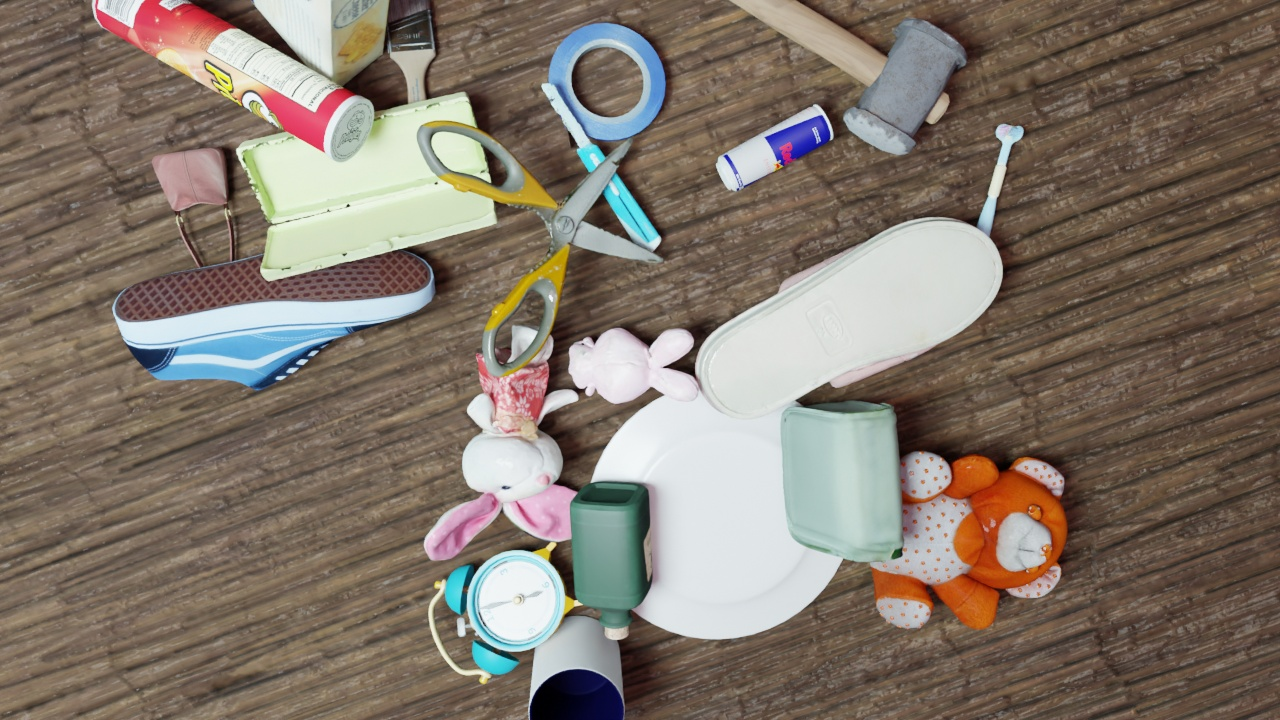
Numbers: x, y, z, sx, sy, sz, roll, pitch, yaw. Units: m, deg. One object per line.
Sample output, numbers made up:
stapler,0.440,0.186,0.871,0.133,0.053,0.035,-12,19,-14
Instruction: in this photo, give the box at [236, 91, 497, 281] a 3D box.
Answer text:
box,-0.212,-0.136,0.729,0.188,0.066,0.127,-15,79,-1

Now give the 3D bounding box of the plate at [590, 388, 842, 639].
plate,0.074,0.139,0.819,0.242,0.016,0.242,-1,100,-3

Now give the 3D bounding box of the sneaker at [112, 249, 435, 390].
sneaker,-0.286,-0.031,0.750,0.241,0.083,0.098,-10,136,-9

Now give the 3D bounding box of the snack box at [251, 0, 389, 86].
snack box,-0.226,-0.269,0.629,0.057,0.208,0.104,-42,101,-14

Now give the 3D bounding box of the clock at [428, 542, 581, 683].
clock,-0.119,0.215,0.799,0.129,0.044,0.099,-28,78,-6

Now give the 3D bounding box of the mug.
mug,-0.053,0.295,0.799,0.078,0.097,0.112,-7,101,-2

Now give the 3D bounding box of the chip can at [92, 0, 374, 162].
chip can,-0.305,-0.222,0.688,0.215,0.051,0.052,30,97,6

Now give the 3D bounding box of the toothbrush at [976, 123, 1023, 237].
toothbrush,0.296,-0.124,0.784,0.022,0.016,0.155,17,100,26

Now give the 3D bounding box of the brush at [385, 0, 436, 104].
brush,-0.183,-0.250,0.735,0.039,0.012,0.151,-5,102,-3

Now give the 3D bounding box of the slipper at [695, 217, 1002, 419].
slipper,0.172,-0.036,0.773,0.274,0.054,0.114,-24,101,-2

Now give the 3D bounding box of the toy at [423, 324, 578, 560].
toy,-0.103,0.066,0.760,0.158,0.084,0.194,4,97,-43

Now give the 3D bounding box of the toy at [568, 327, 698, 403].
toy,-0.005,0.004,0.767,0.110,0.047,0.063,1,91,21

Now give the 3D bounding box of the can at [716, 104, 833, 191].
can,0.110,-0.174,0.755,0.095,0.032,0.032,-28,101,2

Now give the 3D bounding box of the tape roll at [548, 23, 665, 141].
tape roll,-0.027,-0.225,0.746,0.093,0.016,0.091,-15,101,-1

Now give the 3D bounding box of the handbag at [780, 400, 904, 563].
handbag,0.172,0.097,0.762,0.067,0.106,0.122,-5,93,-21

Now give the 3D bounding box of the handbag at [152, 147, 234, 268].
handbag,-0.353,-0.110,0.747,0.055,0.029,0.120,-9,106,-4

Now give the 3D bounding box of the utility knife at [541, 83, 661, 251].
utility knife,-0.034,-0.154,0.747,0.022,0.015,0.162,-36,109,1

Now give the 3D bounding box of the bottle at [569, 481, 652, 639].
bottle,-0.023,0.175,0.785,0.061,0.061,0.131,1,104,16

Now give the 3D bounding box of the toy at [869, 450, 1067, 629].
toy,0.288,0.152,0.796,0.172,0.093,0.164,-1,99,-5

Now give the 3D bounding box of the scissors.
scissors,-0.082,-0.103,0.706,0.229,0.016,0.225,39,74,-26

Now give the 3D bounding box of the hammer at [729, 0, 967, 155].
hammer,0.104,-0.284,0.732,0.328,0.052,0.098,30,97,-5
